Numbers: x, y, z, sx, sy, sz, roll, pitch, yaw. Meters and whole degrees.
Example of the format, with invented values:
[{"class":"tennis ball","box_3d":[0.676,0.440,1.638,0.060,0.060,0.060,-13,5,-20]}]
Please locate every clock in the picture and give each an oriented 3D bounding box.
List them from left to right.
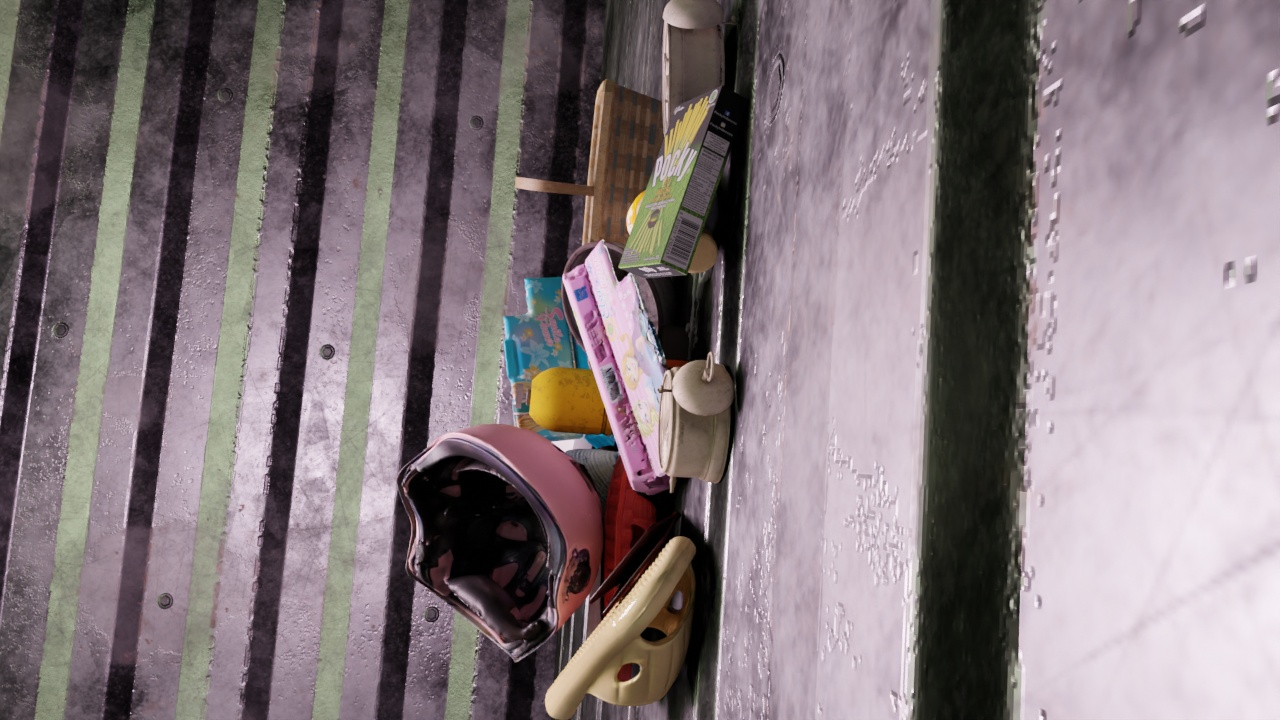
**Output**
[{"class":"clock","box_3d":[0.039,0.038,0.701,0.141,0.054,0.092,101,171,-55]},{"class":"clock","box_3d":[0.050,-0.267,0.804,0.103,0.061,0.157,-92,2,-48]}]

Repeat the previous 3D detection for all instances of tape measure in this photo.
[{"class":"tape measure","box_3d":[0.028,-0.005,0.889,0.059,0.038,0.058,115,158,-72]}]

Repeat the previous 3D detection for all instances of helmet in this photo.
[{"class":"helmet","box_3d":[-0.130,0.172,0.971,0.152,0.230,0.256,-28,-49,-44]}]

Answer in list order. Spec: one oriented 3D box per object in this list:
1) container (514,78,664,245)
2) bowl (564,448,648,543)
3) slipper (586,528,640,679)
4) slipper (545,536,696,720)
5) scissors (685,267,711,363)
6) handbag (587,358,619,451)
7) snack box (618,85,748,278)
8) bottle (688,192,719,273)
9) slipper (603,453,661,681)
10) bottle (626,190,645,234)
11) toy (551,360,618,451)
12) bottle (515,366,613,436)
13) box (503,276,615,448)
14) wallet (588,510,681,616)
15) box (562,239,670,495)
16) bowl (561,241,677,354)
[{"class":"container","box_3d":[-0.055,-0.202,1.094,0.157,0.186,0.250,-116,31,-77]},{"class":"bowl","box_3d":[-0.025,0.142,1.075,0.057,0.137,0.137,-42,21,13]},{"class":"slipper","box_3d":[-0.048,0.257,1.077,0.111,0.063,0.263,49,-155,-42]},{"class":"slipper","box_3d":[-0.003,0.245,0.782,0.111,0.079,0.262,-49,-6,-48]},{"class":"scissors","box_3d":[0.048,-0.043,0.854,0.117,0.014,0.161,-104,23,-67]},{"class":"handbag","box_3d":[-0.025,0.069,1.181,0.175,0.062,0.198,-77,-15,-78]},{"class":"snack box","box_3d":[0.033,-0.141,0.740,0.080,0.025,0.147,7,77,65]},{"class":"bottle","box_3d":[0.041,-0.126,0.812,0.161,0.046,0.072,-97,23,-59]},{"class":"slipper","box_3d":[-0.004,0.212,0.924,0.104,0.059,0.248,129,144,-75]},{"class":"bottle","box_3d":[0.015,-0.149,0.987,0.109,0.063,0.063,176,99,-82]},{"class":"toy","box_3d":[-0.066,0.071,1.391,0.159,0.140,0.184,13,89,51]},{"class":"bottle","box_3d":[-0.049,0.044,0.971,0.071,0.164,0.071,-177,92,-84]},{"class":"box","box_3d":[-0.094,-0.002,1.214,0.085,0.170,0.227,-20,71,37]},{"class":"wallet","box_3d":[-0.001,0.177,0.809,0.091,0.018,0.115,-52,-10,5]},{"class":"box","box_3d":[-0.017,0.008,0.865,0.161,0.062,0.230,108,145,-73]},{"class":"bowl","box_3d":[-0.012,-0.066,1.000,0.067,0.145,0.145,-26,-55,-44]}]
